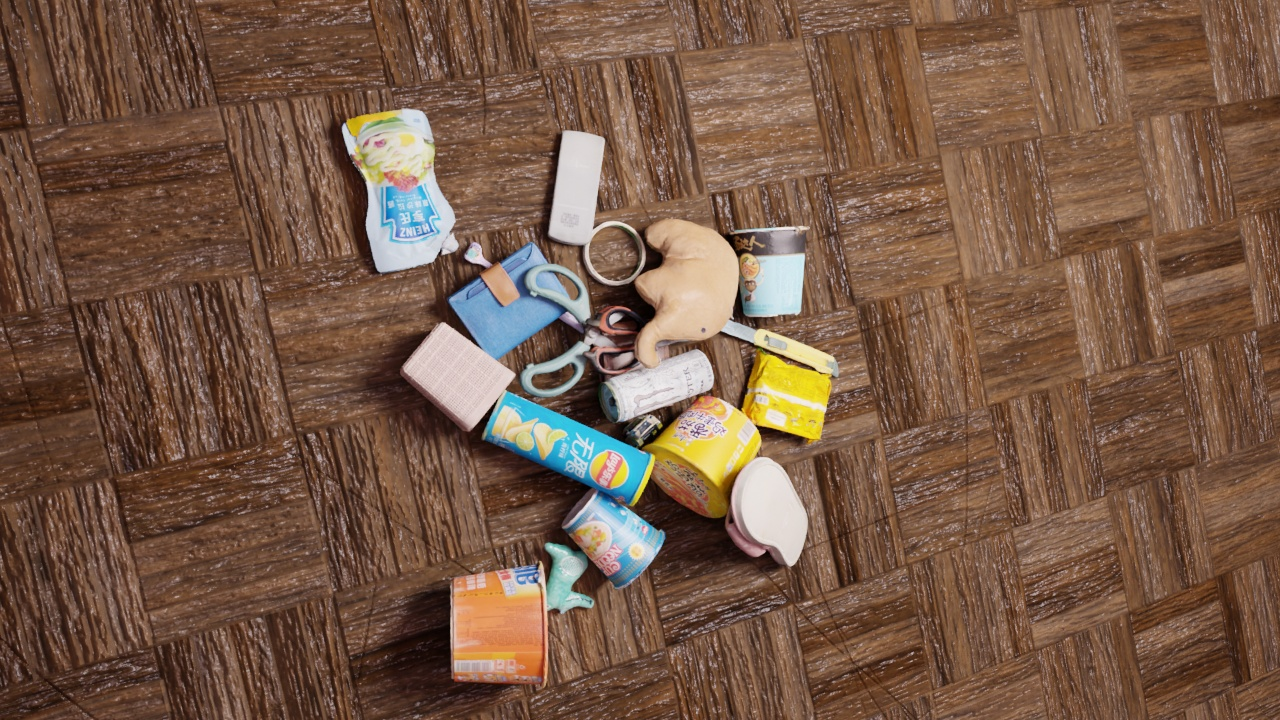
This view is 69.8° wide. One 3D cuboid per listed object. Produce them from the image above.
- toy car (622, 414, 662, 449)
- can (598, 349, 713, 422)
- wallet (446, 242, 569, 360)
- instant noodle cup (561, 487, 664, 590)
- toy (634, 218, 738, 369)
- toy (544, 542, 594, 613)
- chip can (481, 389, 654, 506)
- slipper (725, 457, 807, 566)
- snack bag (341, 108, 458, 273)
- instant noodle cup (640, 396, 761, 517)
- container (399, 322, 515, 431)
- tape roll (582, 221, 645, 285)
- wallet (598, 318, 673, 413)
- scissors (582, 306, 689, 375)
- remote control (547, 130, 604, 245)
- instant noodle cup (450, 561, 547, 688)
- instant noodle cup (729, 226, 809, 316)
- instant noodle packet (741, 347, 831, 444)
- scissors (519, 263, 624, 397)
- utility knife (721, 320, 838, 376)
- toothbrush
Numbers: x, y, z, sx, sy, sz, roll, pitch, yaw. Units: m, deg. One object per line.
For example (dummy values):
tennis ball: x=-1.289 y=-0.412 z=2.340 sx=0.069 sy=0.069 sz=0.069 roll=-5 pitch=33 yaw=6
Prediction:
toy car: x=0.000 y=0.093 z=1.204 sx=0.042 sy=0.090 sz=0.035 roll=-43 pitch=87 yaw=-16
can: x=0.021 y=0.033 z=1.198 sx=0.146 sy=0.058 sz=0.058 roll=-19 pitch=95 yaw=-24
wallet: x=-0.163 y=-0.074 z=1.164 sx=0.133 sy=0.040 sz=0.106 roll=-35 pitch=112 yaw=-6
instant noodle cup: x=-0.041 y=0.225 z=1.191 sx=0.110 sy=0.099 sz=0.099 roll=42 pitch=76 yaw=-6
toy: x=0.059 y=-0.085 z=1.201 sx=0.143 sy=0.083 sz=0.225 roll=15 pitch=59 yaw=-6
toy: x=-0.097 y=0.290 z=1.201 sx=0.096 sy=0.030 sz=0.092 roll=22 pitch=87 yaw=-25
chip can: x=-0.091 y=0.110 z=1.160 sx=0.210 sy=0.071 sz=0.071 roll=25 pitch=81 yaw=-5
slipper: x=0.163 y=0.203 z=1.214 sx=0.274 sy=0.054 sz=0.114 roll=46 pitch=60 yaw=-55
snack bag: x=-0.295 y=-0.210 z=1.136 sx=0.110 sy=0.039 sz=0.191 roll=-16 pitch=95 yaw=-30
instant noodle cup: x=0.086 y=0.121 z=1.213 sx=0.138 sy=0.138 sz=0.109 roll=46 pitch=63 yaw=-13
container: x=-0.229 y=0.019 z=1.128 sx=0.111 sy=0.090 sz=0.089 roll=40 pitch=77 yaw=-11
tape roll: x=-0.035 y=-0.143 z=1.236 sx=0.085 sy=0.014 sz=0.086 roll=0 pitch=89 yaw=-19
wallet: x=-0.007 y=0.007 z=1.236 sx=0.101 sy=0.032 sz=0.124 roll=-5 pitch=91 yaw=-22
scissors: x=0.017 y=-0.044 z=1.219 sx=0.193 sy=0.015 sz=0.206 roll=48 pitch=65 yaw=-27
remote control: x=-0.085 y=-0.227 z=1.212 sx=0.058 sy=0.021 sz=0.150 roll=9 pitch=84 yaw=-9
instant noodle cup: x=-0.174 y=0.323 z=1.116 sx=0.111 sy=0.151 sz=0.151 roll=-1 pitch=89 yaw=-11
instant noodle cup: x=0.180 y=-0.122 z=1.267 sx=0.111 sy=0.111 sz=0.120 roll=-5 pitch=97 yaw=-19
instant noodle packet: x=0.205 y=0.052 z=1.300 sx=0.128 sy=0.044 sz=0.110 roll=19 pitch=76 yaw=-21
scissors: x=-0.102 y=-0.028 z=1.162 sx=0.170 sy=0.019 sz=0.179 roll=39 pitch=74 yaw=-27
utility knife: x=0.196 y=-0.021 z=1.311 sx=0.219 sy=0.022 sz=0.031 roll=18 pitch=74 yaw=-16
toothbrush: x=-0.145 y=-0.090 z=1.194 sx=0.189 sy=0.021 sz=0.029 roll=34 pitch=60 yaw=-18
